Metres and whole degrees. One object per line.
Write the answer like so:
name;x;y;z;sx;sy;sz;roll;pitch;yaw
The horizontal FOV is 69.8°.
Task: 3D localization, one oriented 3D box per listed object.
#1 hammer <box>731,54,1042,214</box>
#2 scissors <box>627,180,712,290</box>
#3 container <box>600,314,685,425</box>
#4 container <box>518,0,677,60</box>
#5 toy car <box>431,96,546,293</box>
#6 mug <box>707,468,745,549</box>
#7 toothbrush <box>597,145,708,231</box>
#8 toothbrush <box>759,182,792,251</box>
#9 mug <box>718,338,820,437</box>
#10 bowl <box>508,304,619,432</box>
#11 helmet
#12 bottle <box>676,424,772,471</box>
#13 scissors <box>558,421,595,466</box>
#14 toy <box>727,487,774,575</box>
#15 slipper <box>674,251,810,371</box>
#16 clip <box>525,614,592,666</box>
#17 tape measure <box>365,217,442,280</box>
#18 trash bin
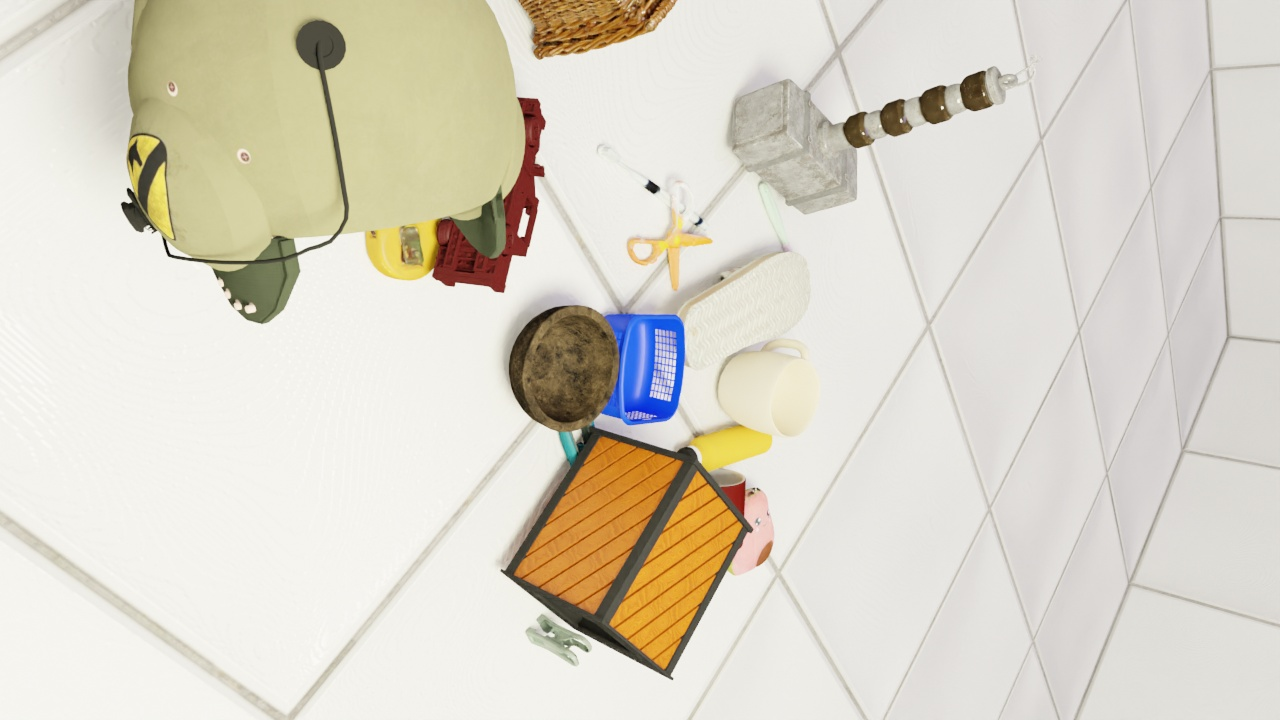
hammer;0.275;-0.264;1.012;0.176;0.327;0.079;27;61;-46
scissors;0.037;-0.137;1.003;0.125;0.011;0.131;-5;114;-42
container;-0.006;0.006;0.965;0.096;0.058;0.114;-3;100;-46
container;-0.036;-0.416;0.777;0.183;0.162;0.249;44;66;-38
toy car;-0.125;-0.140;0.792;0.062;0.070;0.169;53;46;-71
mug;0.072;0.178;1.081;0.105;0.073;0.082;-3;101;-22
toothbrush;0.019;-0.181;0.982;0.186;0.017;0.012;27;92;-46
toothbrush;0.178;-0.159;1.155;0.022;0.015;0.155;-29;126;1
mug;0.152;0.026;1.103;0.096;0.100;0.120;36;74;-42
bowl;-0.083;0.004;0.886;0.121;0.056;0.121;-12;107;-45
helmet;-0.197;-0.164;0.569;0.249;0.256;0.233;-24;118;-43
bottle;0.100;0.106;1.108;0.143;0.043;0.043;-10;106;-45
scissors;-0.055;0.104;0.964;0.133;0.019;0.145;33;74;-44
toy;0.135;0.214;1.162;0.089;0.051;0.110;-19;111;-44
slipper;0.118;-0.059;1.087;0.262;0.052;0.115;-26;119;-45
clip;-0.082;0.285;0.932;0.044;0.076;0.023;-44;127;-30
tape measure;-0.197;-0.096;0.765;0.068;0.030;0.059;-14;106;-44
trash bin;-0.009;0.188;0.914;0.171;0.140;0.140;-58;135;-21
